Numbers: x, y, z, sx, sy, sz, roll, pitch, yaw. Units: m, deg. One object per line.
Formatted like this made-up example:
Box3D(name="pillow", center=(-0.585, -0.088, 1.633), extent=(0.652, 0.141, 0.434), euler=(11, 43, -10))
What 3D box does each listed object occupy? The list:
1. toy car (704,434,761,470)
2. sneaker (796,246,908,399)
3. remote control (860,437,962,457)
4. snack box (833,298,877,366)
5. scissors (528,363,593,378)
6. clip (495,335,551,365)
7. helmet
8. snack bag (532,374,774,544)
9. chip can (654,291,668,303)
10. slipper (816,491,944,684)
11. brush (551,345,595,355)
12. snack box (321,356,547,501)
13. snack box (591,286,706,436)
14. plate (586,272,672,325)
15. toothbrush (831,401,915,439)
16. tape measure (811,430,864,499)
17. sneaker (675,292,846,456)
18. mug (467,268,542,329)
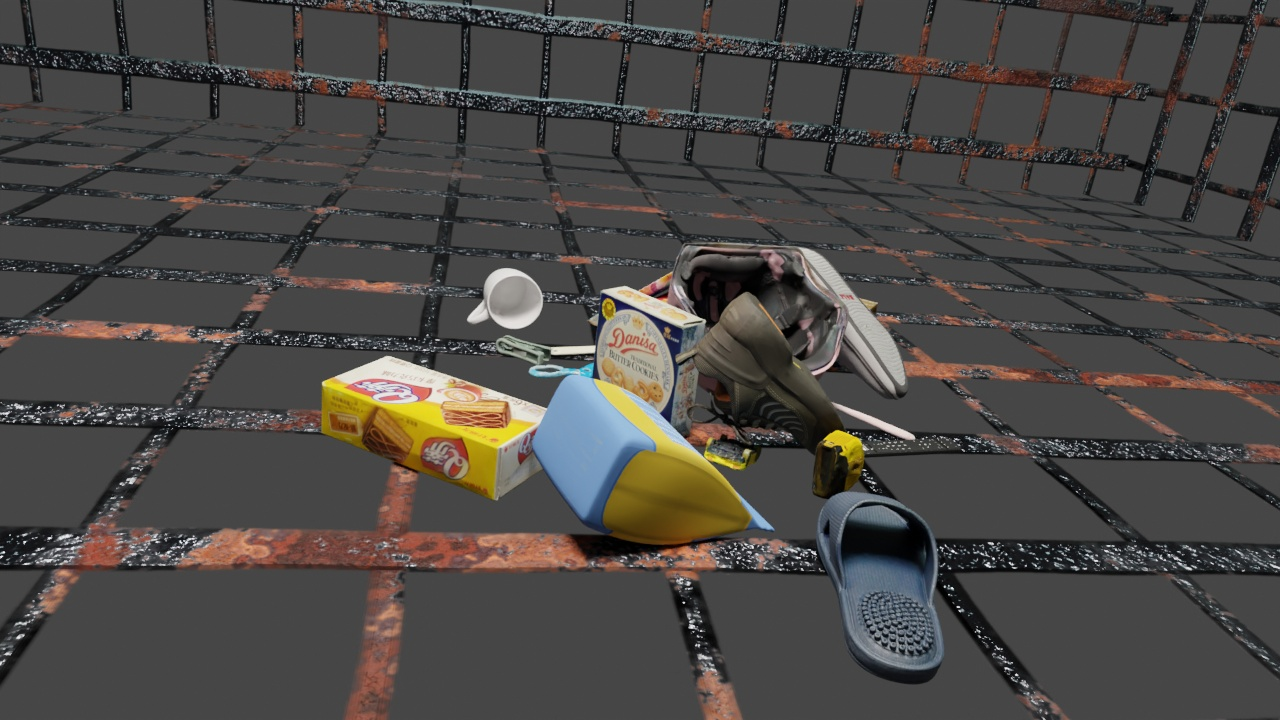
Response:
Box3D(name="toy car", center=(0.101, 0.102, 1.002), extent=(0.049, 0.030, 0.106), euler=(16, 5, 19))
Box3D(name="sneaker", center=(0.263, -0.032, 1.295), extent=(0.096, 0.129, 0.263), euler=(-9, 56, -52))
Box3D(name="remote control", center=(0.318, 0.104, 1.099), extent=(0.140, 0.009, 0.030), euler=(-1, 22, -18))
Box3D(name="snack box", center=(0.248, -0.068, 1.441), extent=(0.203, 0.069, 0.154), euler=(17, 24, 26))
Box3D(name="scissors", center=(-0.069, 0.022, 1.196), extent=(0.140, 0.013, 0.114), euler=(-2, 23, -28))
Box3D(name="clip", center=(-0.162, -0.012, 1.238), extent=(0.078, 0.023, 0.049), euler=(12, 21, 9))
Box3D(name="helmet", center=(0.136, -0.037, 1.199), extent=(0.229, 0.153, 0.255), euler=(-5, 48, -26))
Box3D(name="snack bag", center=(0.017, 0.107, 0.900), extent=(0.205, 0.102, 0.159), euler=(21, 12, -32))
Box3D(name="chip can", center=(0.056, -0.072, 1.355), extent=(0.073, 0.073, 0.232), euler=(15, 19, 20))
Box3D(name="slipper", center=(0.217, 0.169, 0.803), extent=(0.101, 0.083, 0.263), euler=(10, 22, 2))
Box3D(name="brush", center=(-0.029, -0.018, 1.307), extent=(0.217, 0.012, 0.033), euler=(-4, 24, -23))
Box3D(name="snack box", center=(-0.213, 0.066, 0.964), extent=(0.230, 0.062, 0.109), euler=(17, 23, 23))
Box3D(name="snack box", center=(0.005, 0.001, 1.082), extent=(0.042, 0.145, 0.144), euler=(-13, 28, -40))
Box3D(name="plate", center=(0.011, -0.099, 1.358), extent=(0.187, 0.016, 0.187), euler=(-29, 3, 7))
Box3D(name="toothbrush", center=(0.273, 0.064, 1.181), extent=(0.015, 0.018, 0.181), euler=(-15, 30, -42))
Box3D(name="tape measure", center=(0.213, 0.110, 0.975), extent=(0.037, 0.066, 0.064), euler=(20, 24, 39))
Box3D(name="sneaker", center=(0.127, 0.052, 1.008), extent=(0.143, 0.238, 0.101), euler=(-36, 28, 9))
Box3D(name="mug", center=(-0.208, -0.088, 1.363), extent=(0.114, 0.081, 0.087), euler=(-30, 23, -7))
